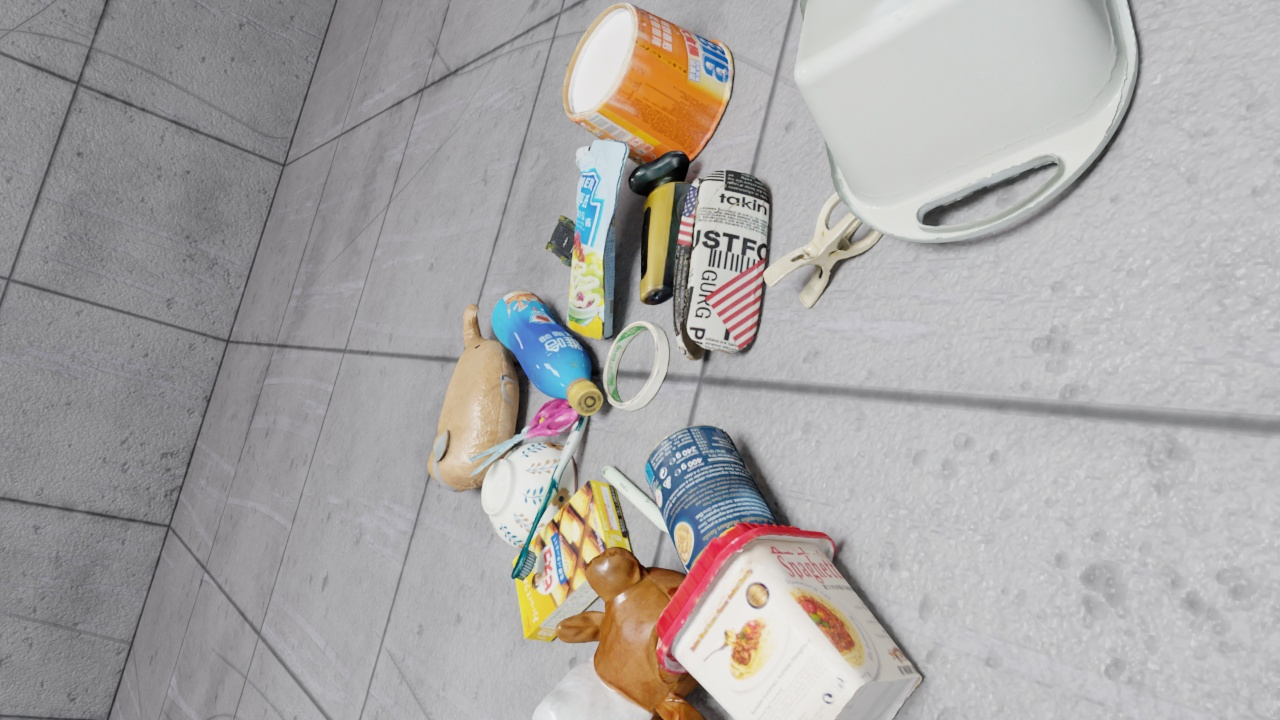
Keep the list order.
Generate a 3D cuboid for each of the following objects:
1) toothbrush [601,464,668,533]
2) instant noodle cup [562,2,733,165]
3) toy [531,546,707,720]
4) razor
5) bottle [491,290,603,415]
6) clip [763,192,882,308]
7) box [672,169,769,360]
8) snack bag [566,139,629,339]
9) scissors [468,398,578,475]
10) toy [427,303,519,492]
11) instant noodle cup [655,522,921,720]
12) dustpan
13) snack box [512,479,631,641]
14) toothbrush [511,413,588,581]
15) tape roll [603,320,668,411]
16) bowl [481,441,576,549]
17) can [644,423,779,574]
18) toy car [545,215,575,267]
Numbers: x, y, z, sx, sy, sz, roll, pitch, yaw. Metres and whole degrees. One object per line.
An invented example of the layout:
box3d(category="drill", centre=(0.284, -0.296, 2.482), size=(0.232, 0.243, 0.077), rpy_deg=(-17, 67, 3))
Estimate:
box3d(category="toothbrush", centre=(0.011, 0.129, 0.776), size=(0.189, 0.020, 0.029), rpy_deg=(34, 103, 57))
box3d(category="instant noodle cup", centre=(0.001, -0.272, 0.906), size=(0.152, 0.111, 0.151), rpy_deg=(-30, 51, 45))
box3d(category="toy", centre=(-0.018, 0.249, 0.678), size=(0.140, 0.130, 0.200), rpy_deg=(45, 121, 47))
box3d(category="razor", centre=(0.017, -0.120, 0.834), size=(0.062, 0.067, 0.167), rpy_deg=(118, 162, -52))
box3d(category="bottle", centre=(-0.095, -0.006, 0.951), size=(0.065, 0.065, 0.218), rpy_deg=(-62, 35, 13))
box3d(category="clip", centre=(0.141, -0.085, 0.683), size=(0.100, 0.071, 0.034), rpy_deg=(-48, 40, 20))
box3d(category="box", centre=(0.059, -0.079, 0.786), size=(0.088, 0.076, 0.162), rpy_deg=(142, 136, -70))
box3d(category="snack bag", centre=(-0.045, -0.122, 0.909), size=(0.110, 0.038, 0.191), rpy_deg=(-137, 49, -69))
box3d(category="scissors", centre=(-0.118, 0.072, 0.930), size=(0.134, 0.017, 0.113), rpy_deg=(-25, 21, 16))
box3d(category="toy", centre=(-0.184, 0.038, 1.043), size=(0.144, 0.082, 0.225), rpy_deg=(-17, 59, 48))
box3d(category="instant noodle cup", centre=(0.093, 0.178, 0.566), size=(0.124, 0.116, 0.117), rpy_deg=(44, 111, 41))
box3d(category="dustpan", centre=(0.218, -0.209, 0.630), size=(0.223, 0.142, 0.256), rpy_deg=(-21, 28, 36))
box3d(category="snack box", centre=(-0.065, 0.186, 0.845), size=(0.141, 0.033, 0.086), rpy_deg=(-50, 38, 30))
box3d(category="toothbrush", centre=(-0.080, 0.122, 0.872), size=(0.016, 0.018, 0.191), rpy_deg=(-34, 29, 54))
box3d(category="tape roll", centre=(-0.005, 0.005, 0.865), size=(0.086, 0.014, 0.085), rpy_deg=(-29, 52, 44))
box3d(category="bowl", centre=(-0.120, 0.133, 0.923), size=(0.114, 0.062, 0.113), rpy_deg=(-30, 51, 46))
box3d(category="can", centre=(0.053, 0.109, 0.677), size=(0.075, 0.075, 0.111), rpy_deg=(-54, 37, 23))
box3d(category="toy car", centre=(-0.073, -0.127, 1.005), size=(0.091, 0.036, 0.043), rpy_deg=(42, 110, 52))
